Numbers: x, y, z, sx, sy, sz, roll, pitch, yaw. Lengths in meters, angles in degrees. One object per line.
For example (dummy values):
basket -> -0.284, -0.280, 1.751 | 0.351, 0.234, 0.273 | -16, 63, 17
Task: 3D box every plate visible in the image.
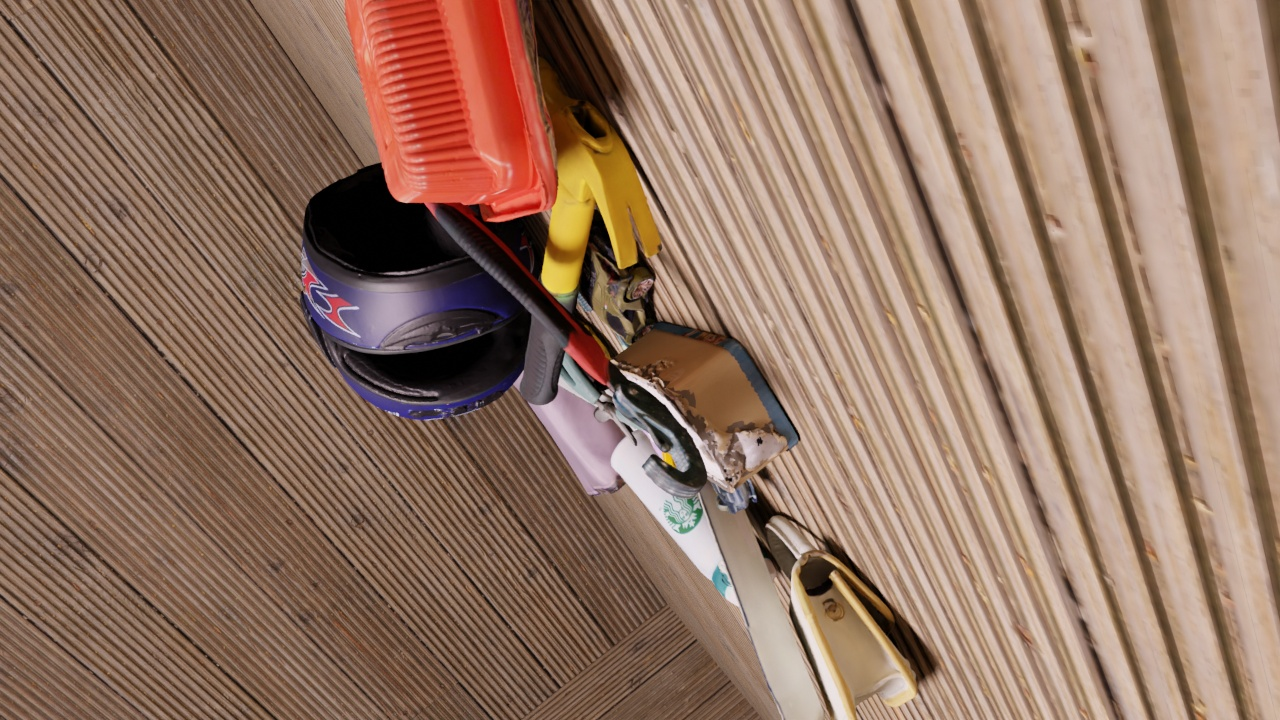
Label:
plate -> 0.103, 0.206, 0.800 | 0.162, 0.034, 0.265 | 65, -176, -61

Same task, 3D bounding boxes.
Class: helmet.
helmet -> -0.216, -0.056, 0.944 | 0.315, 0.247, 0.241 | -126, 24, -53

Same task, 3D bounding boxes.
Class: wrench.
wrench -> -0.052, -0.022, 0.564 | 0.273, 0.016, 0.056 | 48, -155, 18

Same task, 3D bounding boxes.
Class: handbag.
handbag -> 0.148, 0.195, 0.725 | 0.163, 0.063, 0.178 | 74, 172, -63
handbag -> -0.077, 0.075, 1.198 | 0.197, 0.098, 0.145 | 55, 172, -3

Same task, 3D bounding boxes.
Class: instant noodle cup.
instant noodle cup -> -0.108, -0.153, 0.499 | 0.189, 0.079, 0.164 | -164, 61, -71

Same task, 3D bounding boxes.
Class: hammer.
hammer -> -0.055, -0.054, 0.630 | 0.128, 0.032, 0.302 | 52, 152, 19

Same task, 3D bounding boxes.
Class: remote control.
remote control -> -0.059, 0.038, 1.050 | 0.135, 0.019, 0.056 | 29, 180, 2

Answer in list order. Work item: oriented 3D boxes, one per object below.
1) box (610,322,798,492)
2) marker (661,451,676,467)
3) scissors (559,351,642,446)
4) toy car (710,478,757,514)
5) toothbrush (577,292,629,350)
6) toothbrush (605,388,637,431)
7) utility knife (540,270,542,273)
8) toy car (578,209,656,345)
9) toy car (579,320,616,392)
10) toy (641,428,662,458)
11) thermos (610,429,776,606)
box -> 0.034, 0.027, 0.648 | 0.090, 0.061, 0.184 | 58, 171, -17
marker -> 0.019, 0.036, 0.770 | 0.018, 0.015, 0.124 | -92, -6, -65
scissors -> -0.043, 0.024, 0.951 | 0.178, 0.019, 0.171 | 44, 157, -7
toy car -> 0.061, 0.078, 0.759 | 0.054, 0.037, 0.120 | 65, 176, -29
toothbrush -> -0.005, 0.005, 0.866 | 0.191, 0.018, 0.016 | 55, 170, -4
toothbrush -> -0.048, 0.015, 1.106 | 0.187, 0.016, 0.017 | 53, 160, 5
utility knife -> -0.107, -0.085, 1.035 | 0.033, 0.015, 0.203 | 60, 169, -19
toy car -> -0.022, -0.055, 0.688 | 0.070, 0.042, 0.158 | 51, 172, 19
toy car -> -0.067, -0.014, 1.011 | 0.156, 0.041, 0.071 | 33, 158, 47
toy -> 0.017, 0.050, 0.819 | 0.083, 0.039, 0.108 | -76, -34, -48
thermos -> 0.055, 0.166, 0.983 | 0.224, 0.073, 0.073 | 46, 168, 35
